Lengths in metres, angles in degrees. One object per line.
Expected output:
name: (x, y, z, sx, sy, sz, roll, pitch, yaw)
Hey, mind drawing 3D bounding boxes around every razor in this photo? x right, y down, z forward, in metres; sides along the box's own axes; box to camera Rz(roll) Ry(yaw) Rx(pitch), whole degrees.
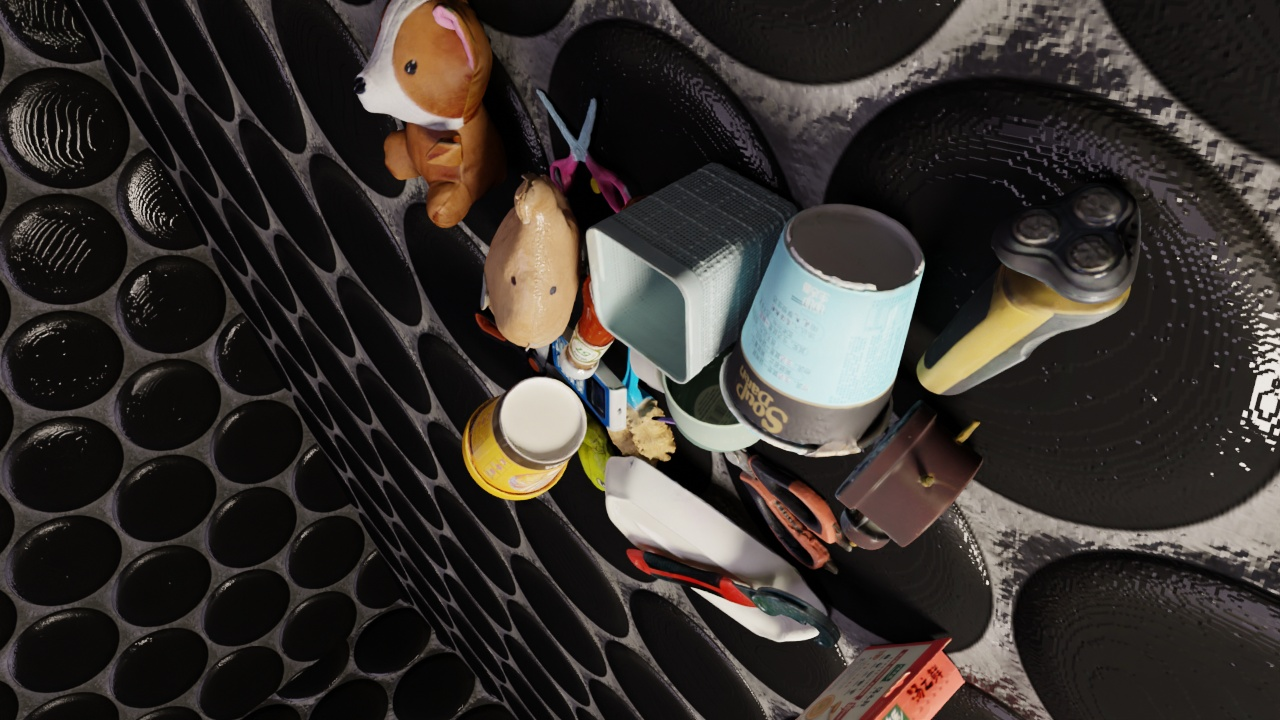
razor: (0.184, -0.026, 0.464, 0.067, 0.062, 0.168, 19, 156, -1)

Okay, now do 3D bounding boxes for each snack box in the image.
snack box: (0.193, 0.279, 0.740, 0.044, 0.113, 0.127, 53, 154, 6)

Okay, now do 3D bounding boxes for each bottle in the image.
bottle: (-0.022, -0.048, 0.734, 0.060, 0.059, 0.207, 49, 144, 11)

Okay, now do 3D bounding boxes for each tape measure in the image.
tape measure: (0.025, -0.008, 0.732, 0.033, 0.065, 0.066, 27, 143, 42)

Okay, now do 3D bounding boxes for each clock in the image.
clock: (0.165, 0.077, 0.584, 0.055, 0.081, 0.122, 41, 149, 13)

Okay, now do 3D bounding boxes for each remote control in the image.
remote control: (-0.048, 0.013, 0.857, 0.125, 0.024, 0.049, 46, 145, 46)

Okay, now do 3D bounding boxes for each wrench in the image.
wrench: (0.072, 0.211, 0.853, 0.274, 0.016, 0.056, 5, 135, 52)

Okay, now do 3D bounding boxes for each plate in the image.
plate: (0.060, 0.192, 0.901, 0.266, 0.034, 0.162, 33, 153, 19)

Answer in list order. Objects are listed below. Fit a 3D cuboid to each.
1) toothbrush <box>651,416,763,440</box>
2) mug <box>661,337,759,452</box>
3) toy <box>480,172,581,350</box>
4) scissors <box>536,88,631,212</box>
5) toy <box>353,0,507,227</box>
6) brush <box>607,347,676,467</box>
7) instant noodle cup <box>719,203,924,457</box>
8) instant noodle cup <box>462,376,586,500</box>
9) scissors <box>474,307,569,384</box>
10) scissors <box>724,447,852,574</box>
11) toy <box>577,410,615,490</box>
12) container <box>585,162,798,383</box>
toothbrush: (0.072, 0.055, 0.765, 0.189, 0.014, 0.017, 5, 107, 49)
mug: (0.073, 0.020, 0.664, 0.106, 0.112, 0.082, 73, -162, -72)
toy: (-0.088, -0.080, 0.756, 0.226, 0.082, 0.143, 162, 102, -77)
scissors: (-0.047, -0.160, 0.730, 0.133, 0.017, 0.135, 56, 155, 7)
toy: (-0.176, -0.222, 0.765, 0.140, 0.130, 0.200, 46, 144, 29)
brush: (-0.005, 0.005, 0.838, 0.083, 0.045, 0.255, 38, 146, 36)
instant noodle cup: (0.112, -0.022, 0.539, 0.111, 0.111, 0.121, 40, 143, 27)
instant noodle cup: (-0.119, 0.078, 0.970, 0.118, 0.118, 0.115, 53, 150, 3)
scissors: (-0.116, 0.003, 1.022, 0.221, 0.021, 0.228, 39, 154, 33)
scissors: (0.098, 0.088, 0.784, 0.199, 0.015, 0.205, 16, 135, 53)
toy: (-0.049, 0.103, 1.029, 0.097, 0.031, 0.100, 37, 146, 39)
container: (0.037, -0.062, 0.595, 0.090, 0.111, 0.090, 37, 149, 31)
